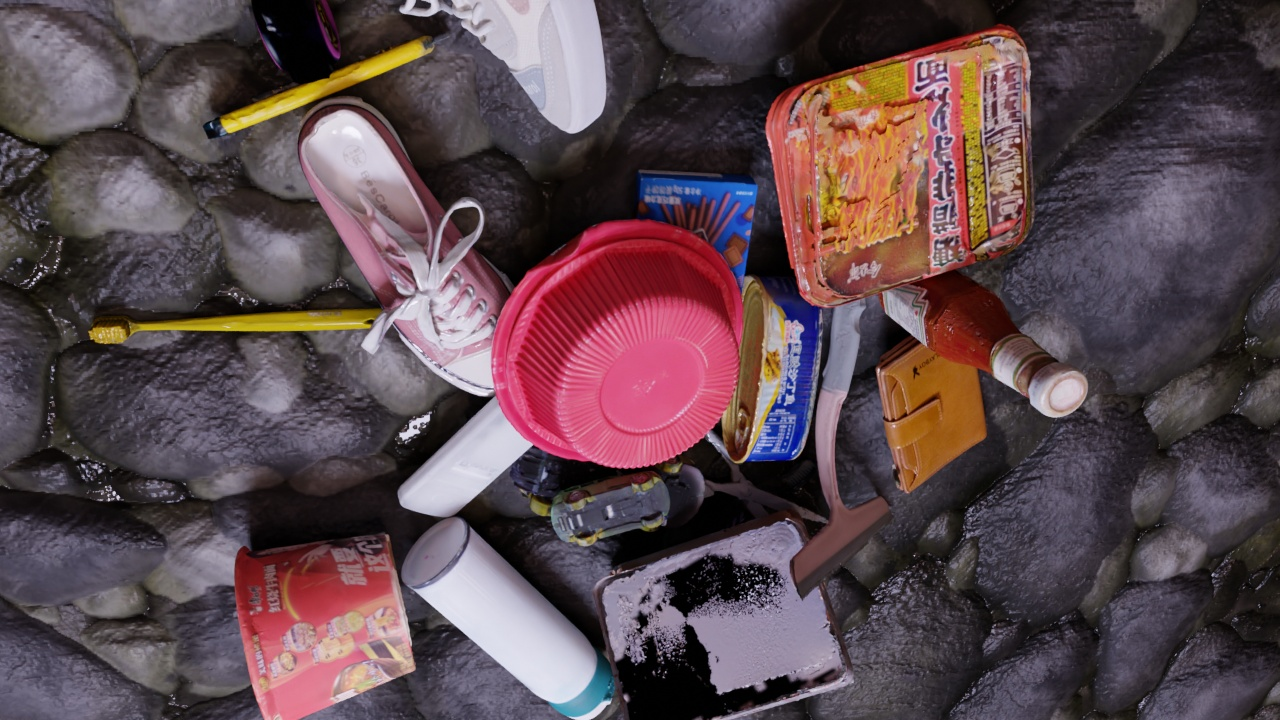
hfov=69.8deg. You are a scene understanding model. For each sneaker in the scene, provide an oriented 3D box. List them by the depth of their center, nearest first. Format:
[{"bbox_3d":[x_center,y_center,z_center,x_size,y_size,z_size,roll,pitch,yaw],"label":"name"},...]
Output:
[{"bbox_3d":[-0.099,-0.236,0.528,0.090,0.089,0.242,-31,116,-15],"label":"sneaker"},{"bbox_3d":[-0.143,-0.057,0.608,0.118,0.087,0.241,-28,123,1],"label":"sneaker"}]

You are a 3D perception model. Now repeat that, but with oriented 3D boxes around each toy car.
[{"bbox_3d":[-0.023,0.110,0.702,0.091,0.036,0.043,-13,115,1],"label":"toy car"},{"bbox_3d":[-0.026,0.095,0.737,0.158,0.042,0.070,14,113,-10],"label":"toy car"}]

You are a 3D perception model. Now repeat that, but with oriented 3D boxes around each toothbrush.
[{"bbox_3d":[-0.276,-0.024,0.635,0.190,0.016,0.016,-3,117,-12],"label":"toothbrush"},{"bbox_3d":[0.078,0.145,0.806,0.189,0.014,0.017,-38,111,7],"label":"toothbrush"}]

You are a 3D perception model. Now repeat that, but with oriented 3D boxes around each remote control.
[{"bbox_3d":[-0.126,0.073,0.699,0.136,0.020,0.055,-42,140,21],"label":"remote control"}]

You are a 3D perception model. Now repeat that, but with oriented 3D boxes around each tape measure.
[{"bbox_3d":[-0.205,-0.198,0.543,0.039,0.057,0.057,-15,138,-1],"label":"tape measure"}]

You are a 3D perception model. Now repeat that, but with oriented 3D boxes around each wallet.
[{"bbox_3d":[0.237,0.036,0.766,0.118,0.035,0.131,-34,122,-23],"label":"wallet"}]

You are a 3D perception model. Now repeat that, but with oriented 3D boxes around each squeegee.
[{"bbox_3d":[0.160,0.031,0.728,0.040,0.247,0.249,6,96,30],"label":"squeegee"}]

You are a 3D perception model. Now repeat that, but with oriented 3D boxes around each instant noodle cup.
[{"bbox_3d":[-0.004,0.004,0.634,0.193,0.066,0.194,-10,122,-17],"label":"instant noodle cup"},{"bbox_3d":[0.178,-0.137,0.651,0.188,0.079,0.165,-17,117,-7],"label":"instant noodle cup"},{"bbox_3d":[-0.234,0.194,0.694,0.108,0.138,0.138,-13,118,-17],"label":"instant noodle cup"}]

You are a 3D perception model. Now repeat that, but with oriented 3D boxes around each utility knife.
[{"bbox_3d":[-0.196,-0.174,0.573,0.164,0.033,0.015,-24,114,-5],"label":"utility knife"}]

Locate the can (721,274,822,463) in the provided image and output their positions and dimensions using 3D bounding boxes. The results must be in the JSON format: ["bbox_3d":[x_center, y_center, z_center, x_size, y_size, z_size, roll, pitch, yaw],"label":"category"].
[{"bbox_3d":[0.099,0.007,0.706,0.049,0.074,0.148,0,107,-15],"label":"can"}]

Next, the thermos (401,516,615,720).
[{"bbox_3d":[-0.103,0.226,0.775,0.073,0.073,0.224,-36,119,5],"label":"thermos"}]

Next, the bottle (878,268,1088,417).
[{"bbox_3d":[0.238,-0.022,0.651,0.059,0.206,0.060,-5,116,-12],"label":"bottle"}]

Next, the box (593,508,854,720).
[{"bbox_3d":[0.073,0.223,0.775,0.183,0.153,0.181,-20,155,9],"label":"box"}]

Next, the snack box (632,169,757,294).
[{"bbox_3d":[0.033,-0.060,0.683,0.084,0.026,0.157,2,115,-9],"label":"snack box"}]

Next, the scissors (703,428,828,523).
[{"bbox_3d":[0.084,0.108,0.779,0.159,0.014,0.175,-8,111,-4],"label":"scissors"}]
